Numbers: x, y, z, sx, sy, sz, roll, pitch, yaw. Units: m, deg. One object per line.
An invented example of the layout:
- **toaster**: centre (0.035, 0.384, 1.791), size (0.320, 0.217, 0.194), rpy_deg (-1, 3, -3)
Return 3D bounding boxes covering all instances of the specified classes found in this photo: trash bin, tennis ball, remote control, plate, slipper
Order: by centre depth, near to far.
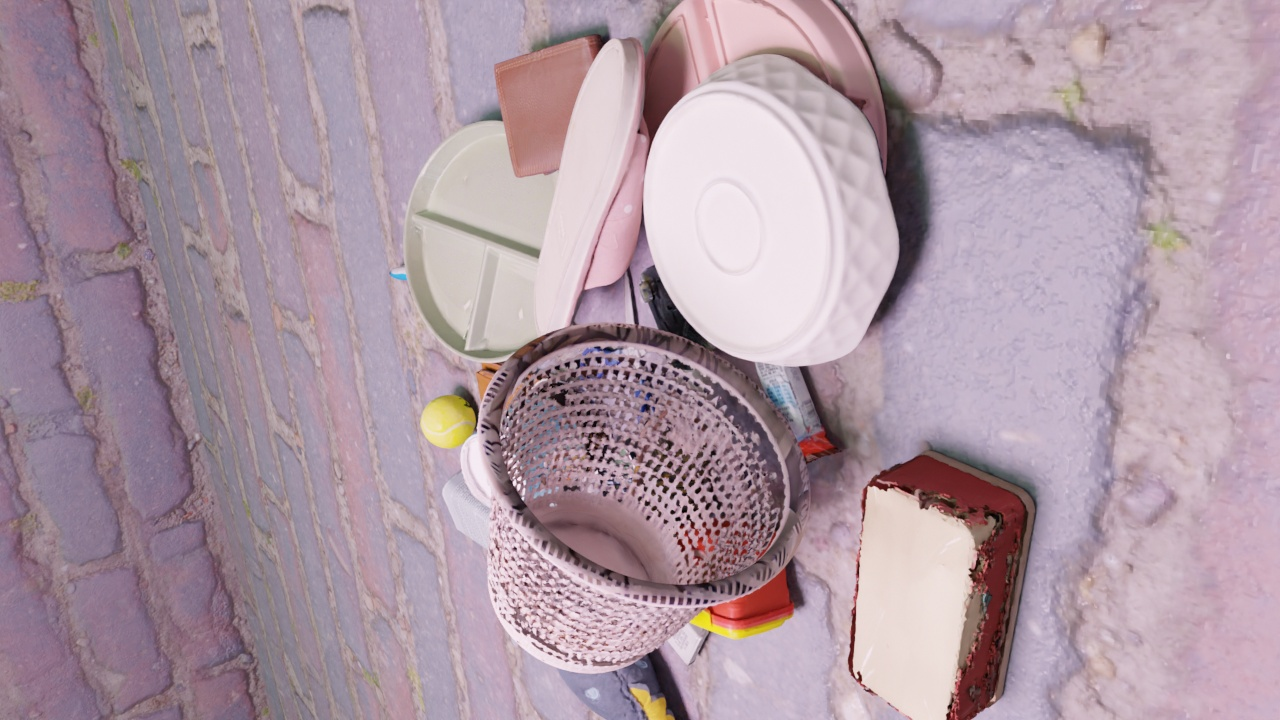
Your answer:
- **plate**: centre (0.071, -0.090, 0.601), size (0.205, 0.045, 0.205), rpy_deg (27, 127, 43)
- **plate**: centre (0.069, -0.150, 0.639), size (0.230, 0.028, 0.230), rpy_deg (27, 126, 43)
- **trash bin**: centre (-0.020, 0.117, 0.661), size (0.227, 0.226, 0.193), rpy_deg (51, 139, 26)
- **slipper**: centre (-0.033, -0.119, 0.717), size (0.275, 0.054, 0.114), rpy_deg (113, 152, -42)
- **remote control**: centre (-0.008, 0.141, 0.876), size (0.053, 0.024, 0.136), rpy_deg (-8, 98, 36)
- **plate**: centre (-0.143, -0.112, 0.881), size (0.231, 0.027, 0.230), rpy_deg (3, 95, 34)
- **remote control**: centre (0.017, 0.234, 0.891), size (0.125, 0.024, 0.049), rpy_deg (45, 138, 31)
- **tennis ball**: centre (-0.233, 0.074, 1.114), size (0.065, 0.065, 0.065), rpy_deg (27, 126, 44)

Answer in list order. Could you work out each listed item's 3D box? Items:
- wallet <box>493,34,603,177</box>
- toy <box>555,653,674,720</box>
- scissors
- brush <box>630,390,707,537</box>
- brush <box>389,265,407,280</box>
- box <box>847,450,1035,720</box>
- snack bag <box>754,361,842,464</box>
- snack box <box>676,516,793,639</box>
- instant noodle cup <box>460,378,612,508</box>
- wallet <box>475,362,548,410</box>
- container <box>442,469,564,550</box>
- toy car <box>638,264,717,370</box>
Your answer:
- **wallet**: centre (-0.069, -0.212, 0.777), size (0.125, 0.032, 0.101), rpy_deg (-1, 105, 40)
- **toy**: centre (-0.055, 0.294, 0.972), size (0.356, 0.091, 0.138), rpy_deg (47, 166, 32)
- **scissors**: centre (-0.008, 0.004, 0.828), size (0.176, 0.012, 0.162), rpy_deg (-20, 88, 54)
- **brush**: centre (0.022, 0.099, 0.793), size (0.073, 0.063, 0.146), rpy_deg (-108, 21, -58)
- **brush**: centre (-0.219, -0.073, 1.043), size (0.315, 0.060, 0.109), rpy_deg (-6, 99, 59)
- **box**: centre (0.184, 0.153, 0.585), size (0.091, 0.076, 0.168), rpy_deg (25, 126, 46)
- **snack bag**: centre (0.109, 0.027, 0.669), size (0.048, 0.026, 0.104), rpy_deg (-28, 82, 47)
- **snack box**: centre (0.073, 0.173, 0.747), size (0.091, 0.081, 0.080), rpy_deg (3, 95, 52)
- **instant noodle cup**: centre (-0.104, 0.087, 0.879), size (0.111, 0.120, 0.111), rpy_deg (14, 117, 30)
- **wallet**: centre (-0.134, 0.057, 1.004), size (0.132, 0.031, 0.108), rpy_deg (14, 118, 48)
- **container**: centre (-0.137, 0.162, 0.988), size (0.111, 0.089, 0.090), rpy_deg (30, 147, 31)
- **toy car**: centre (0.029, -0.035, 0.736), size (0.034, 0.043, 0.090), rpy_deg (111, 138, -78)
